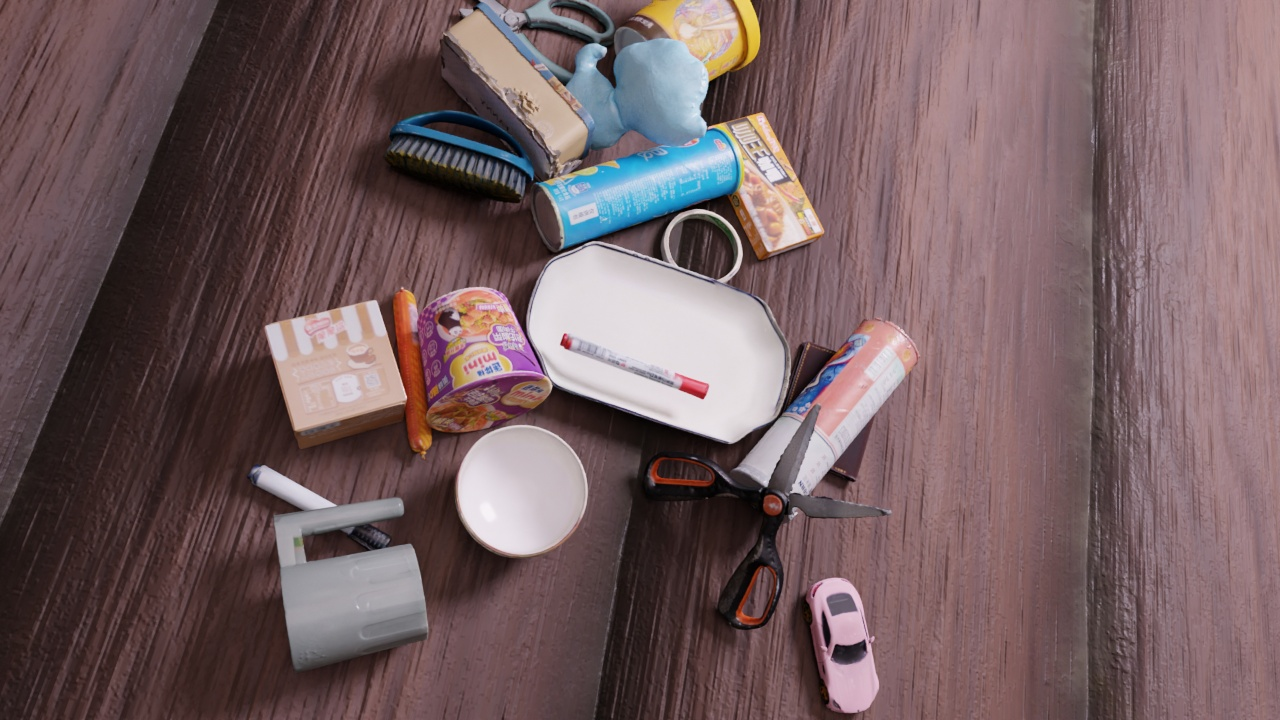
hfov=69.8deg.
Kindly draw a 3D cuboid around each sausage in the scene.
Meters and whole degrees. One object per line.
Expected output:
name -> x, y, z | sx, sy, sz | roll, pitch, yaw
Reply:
sausage -> -0.207, 0.009, 0.831 | 0.021, 0.021, 0.165 | -5, 74, -17

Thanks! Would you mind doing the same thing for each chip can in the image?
chip can -> -0.002, -0.173, 0.921 | 0.210, 0.071, 0.071 | -22, 80, -20
chip can -> 0.180, 0.054, 0.883 | 0.071, 0.071, 0.214 | 44, 72, 1

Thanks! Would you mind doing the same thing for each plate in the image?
plate -> 0.018, -0.014, 0.896 | 0.265, 0.034, 0.161 | 18, 69, -10

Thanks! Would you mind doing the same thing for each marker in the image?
marker -> -0.005, 0.005, 0.854 | 0.145, 0.017, 0.017 | 20, 69, -8
marker -> -0.272, 0.127, 0.778 | 0.130, 0.018, 0.022 | 30, 59, -6

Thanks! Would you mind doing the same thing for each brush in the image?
brush -> -0.171, -0.201, 0.882 | 0.144, 0.055, 0.073 | 15, 76, 1

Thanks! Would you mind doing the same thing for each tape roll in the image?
tape roll -> 0.063, -0.115, 0.951 | 0.085, 0.014, 0.085 | 5, 72, -14

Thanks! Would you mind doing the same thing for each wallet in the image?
wallet -> 0.192, 0.050, 0.934 | 0.096, 0.020, 0.122 | 23, 69, -2

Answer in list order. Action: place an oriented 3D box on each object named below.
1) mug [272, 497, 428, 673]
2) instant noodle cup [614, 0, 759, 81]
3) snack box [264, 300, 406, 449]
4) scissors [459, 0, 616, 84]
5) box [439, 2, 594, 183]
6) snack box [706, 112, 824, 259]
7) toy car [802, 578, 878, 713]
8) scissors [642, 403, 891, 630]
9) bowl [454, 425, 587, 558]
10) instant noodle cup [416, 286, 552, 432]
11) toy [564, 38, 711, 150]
mug -> -0.233, 0.176, 0.737 | 0.103, 0.084, 0.124 | -8, 78, -20
instant noodle cup -> 0.044, -0.337, 0.966 | 0.114, 0.119, 0.118 | -39, 86, -14
snack box -> -0.259, 0.013, 0.785 | 0.092, 0.077, 0.094 | -16, 79, -20
scissors -> -0.110, -0.330, 0.968 | 0.176, 0.019, 0.172 | 5, 73, -16
box -> -0.127, -0.263, 0.904 | 0.062, 0.090, 0.184 | -39, 88, -17
snack box -> 0.130, -0.188, 0.987 | 0.075, 0.026, 0.153 | -21, 80, -21
toy car -> 0.189, 0.265, 0.855 | 0.056, 0.037, 0.122 | -6, 76, -16
scissors -> 0.103, 0.138, 0.813 | 0.234, 0.021, 0.221 | 9, 103, 26
bowl -> -0.108, 0.118, 0.803 | 0.113, 0.062, 0.113 | 5, 71, -16
instant noodle cup -> -0.146, -0.004, 0.811 | 0.111, 0.112, 0.099 | -13, 70, -19
toy -> -0.001, -0.264, 0.904 | 0.049, 0.157, 0.161 | -11, 66, -58
